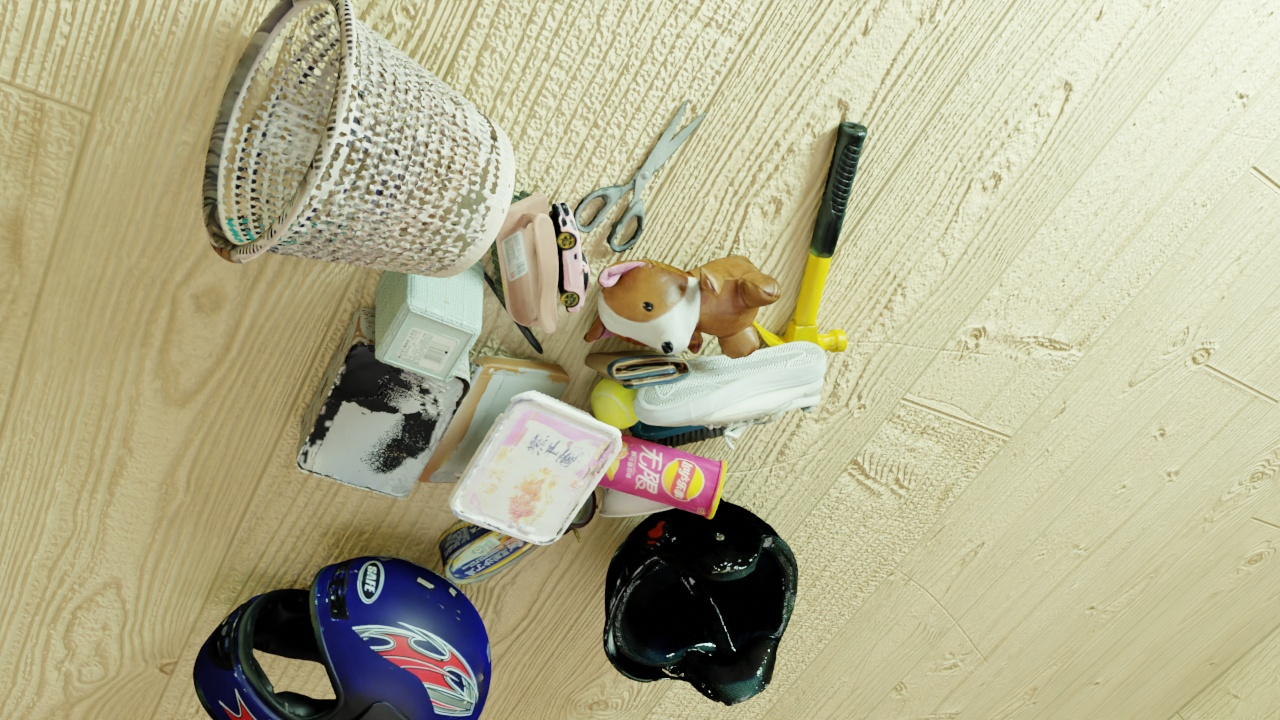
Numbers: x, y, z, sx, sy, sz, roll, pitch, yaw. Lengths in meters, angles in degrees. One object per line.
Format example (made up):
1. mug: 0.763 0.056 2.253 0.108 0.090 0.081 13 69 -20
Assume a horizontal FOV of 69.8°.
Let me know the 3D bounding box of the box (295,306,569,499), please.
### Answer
1. box: -0.218 0.061 1.006 0.260 0.105 0.179 22 115 -26

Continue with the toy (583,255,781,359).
1. toy: 0.042 -0.055 0.999 0.199 0.130 0.140 4 135 -13

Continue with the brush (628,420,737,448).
1. brush: 0.054 0.064 1.129 0.143 0.055 0.074 -13 129 -11

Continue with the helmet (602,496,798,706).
1. helmet: 0.069 0.299 1.201 0.274 0.230 0.234 -14 115 -12

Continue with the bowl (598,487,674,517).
1. bowl: 0.001 0.154 1.161 0.118 0.118 0.064 -9 91 -15

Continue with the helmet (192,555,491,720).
1. helmet: -0.323 0.349 1.086 0.315 0.247 0.241 38 102 -27

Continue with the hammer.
1. hammer: 0.209 -0.126 1.058 0.128 0.032 0.301 -6 127 -18

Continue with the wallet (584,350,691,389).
1. wallet: -0.006 0.006 1.025 0.090 0.115 0.033 -4 99 -19

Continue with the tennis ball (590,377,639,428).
1. tennis ball: -0.026 0.048 1.079 0.065 0.065 0.066 -10 128 -14

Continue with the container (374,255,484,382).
1. container: -0.207 -0.048 0.897 0.090 0.111 0.090 22 122 -26

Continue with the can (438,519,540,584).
1. can: -0.186 0.226 1.164 0.148 0.049 0.075 -30 131 2

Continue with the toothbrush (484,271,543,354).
1. toothbrush: -0.151 -0.066 0.978 0.018 0.015 0.181 -27 130 9

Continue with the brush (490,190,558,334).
1. brush: -0.113 -0.094 0.926 0.063 0.073 0.146 -32 138 -33

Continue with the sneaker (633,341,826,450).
1. sneaker: 0.106 0.048 1.077 0.242 0.089 0.091 -13 121 -17

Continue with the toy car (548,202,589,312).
1. toy car: -0.073 -0.106 0.949 0.037 0.056 0.123 -12 131 -13

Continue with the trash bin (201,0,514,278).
1. trash bin: -0.221 -0.164 0.764 0.192 0.227 0.228 18 118 -45

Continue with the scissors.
1. scissors: -0.003 -0.189 0.942 0.156 0.014 0.169 -10 128 -15

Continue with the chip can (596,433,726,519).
1. chip can: -0.008 0.124 1.084 0.210 0.071 0.072 16 122 0

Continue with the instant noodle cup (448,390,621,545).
1. instant noodle cup: -0.118 0.110 1.008 0.138 0.060 0.174 25 111 -23

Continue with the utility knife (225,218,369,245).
1. utility knife: -0.318 -0.123 0.873 0.151 0.013 0.029 0 123 -18

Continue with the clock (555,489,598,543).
1. clock: -0.107 0.165 1.123 0.055 0.081 0.122 -21 119 42
